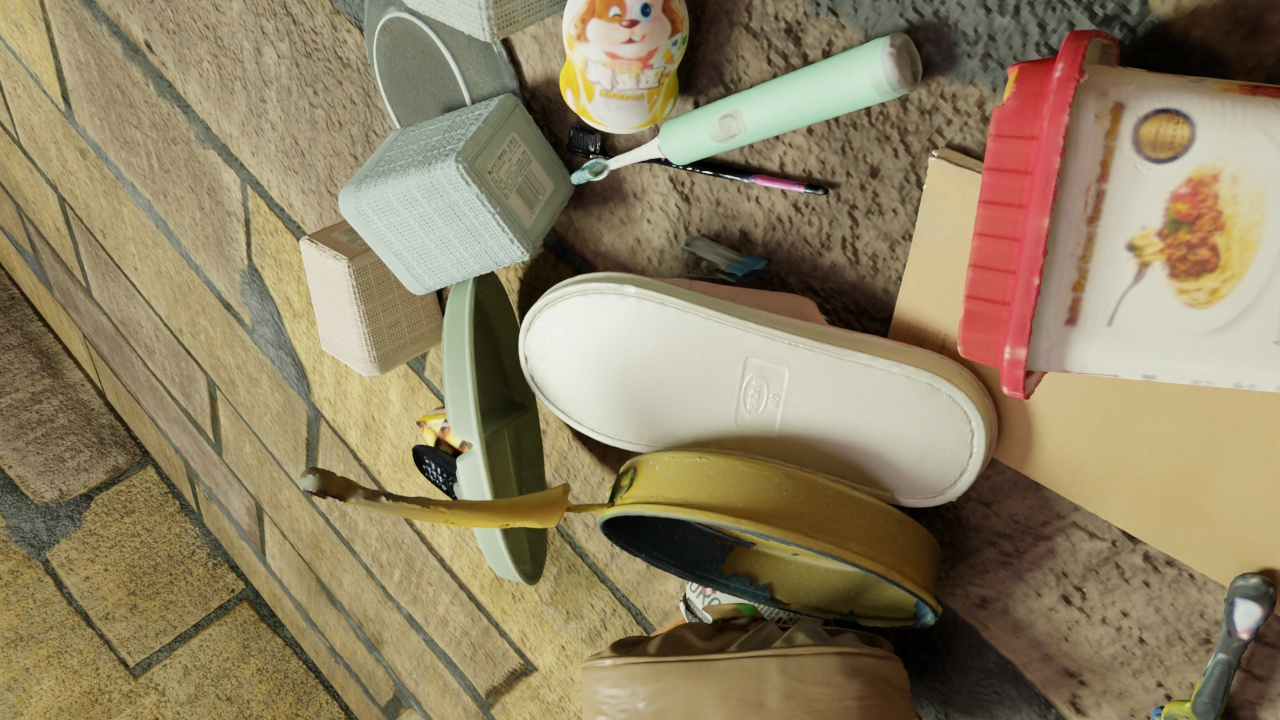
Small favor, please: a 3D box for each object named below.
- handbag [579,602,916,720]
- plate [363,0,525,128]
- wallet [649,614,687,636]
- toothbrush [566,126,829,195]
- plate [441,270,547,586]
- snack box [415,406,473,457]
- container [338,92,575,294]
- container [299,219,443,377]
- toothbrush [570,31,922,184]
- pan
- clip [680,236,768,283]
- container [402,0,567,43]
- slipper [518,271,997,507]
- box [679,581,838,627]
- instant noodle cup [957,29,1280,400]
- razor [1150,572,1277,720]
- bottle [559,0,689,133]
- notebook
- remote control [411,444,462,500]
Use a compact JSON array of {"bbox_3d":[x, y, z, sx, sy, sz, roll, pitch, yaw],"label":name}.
[{"bbox_3d":[0.067,0.208,0.574,0.205,0.099,0.147,-9,156,22],"label":"handbag"},{"bbox_3d":[-0.145,-0.188,0.641,0.179,0.024,0.180,30,139,30],"label":"plate"},{"bbox_3d":[0.062,0.281,0.792,0.130,0.035,0.119,50,146,8],"label":"wallet"},{"bbox_3d":[0.024,-0.112,0.514,0.189,0.014,0.018,20,121,39],"label":"toothbrush"},{"bbox_3d":[-0.101,0.047,0.658,0.230,0.027,0.230,-3,-96,-89],"label":"plate"},{"bbox_3d":[-0.164,0.111,0.918,0.087,0.033,0.140,-7,115,53],"label":"snack box"},{"bbox_3d":[-0.114,-0.108,0.591,0.112,0.089,0.090,-9,132,38],"label":"container"},{"bbox_3d":[-0.235,-0.062,0.805,0.090,0.090,0.111,27,135,35],"label":"container"},{"bbox_3d":[0.039,-0.119,0.467,0.225,0.027,0.026,-5,113,49],"label":"toothbrush"},{"bbox_3d":[-0.004,0.096,0.517,0.357,0.078,0.198,21,158,-8],"label":"pan"},{"bbox_3d":[0.046,-0.054,0.528,0.057,0.024,0.028,19,129,45],"label":"clip"},{"bbox_3d":[-0.079,-0.235,0.465,0.090,0.090,0.114,33,143,29],"label":"container"},{"bbox_3d":[0.055,0.011,0.510,0.275,0.054,0.114,11,116,25],"label":"slipper"},{"bbox_3d":[0.106,0.206,0.674,0.162,0.075,0.086,40,110,24],"label":"box"},{"bbox_3d":[0.181,-0.043,0.295,0.124,0.116,0.117,12,110,29],"label":"instant noodle cup"},{"bbox_3d":[0.271,0.149,0.429,0.043,0.022,0.143,23,139,36],"label":"razor"},{"bbox_3d":[-0.007,-0.170,0.454,0.063,0.063,0.109,37,143,24],"label":"bottle"},{"bbox_3d":[0.206,0.011,0.403,0.211,0.012,0.150,32,141,29],"label":"notebook"},{"bbox_3d":[-0.170,0.119,0.881,0.136,0.024,0.053,29,138,31],"label":"remote control"}]
